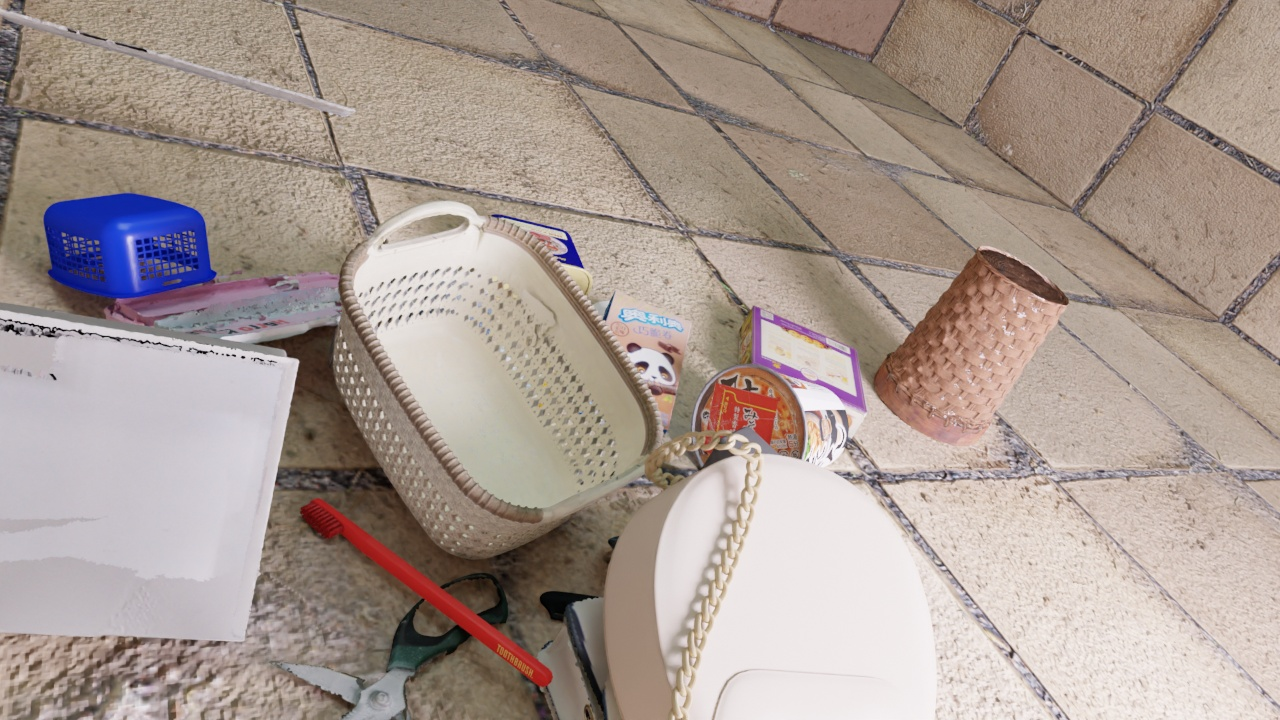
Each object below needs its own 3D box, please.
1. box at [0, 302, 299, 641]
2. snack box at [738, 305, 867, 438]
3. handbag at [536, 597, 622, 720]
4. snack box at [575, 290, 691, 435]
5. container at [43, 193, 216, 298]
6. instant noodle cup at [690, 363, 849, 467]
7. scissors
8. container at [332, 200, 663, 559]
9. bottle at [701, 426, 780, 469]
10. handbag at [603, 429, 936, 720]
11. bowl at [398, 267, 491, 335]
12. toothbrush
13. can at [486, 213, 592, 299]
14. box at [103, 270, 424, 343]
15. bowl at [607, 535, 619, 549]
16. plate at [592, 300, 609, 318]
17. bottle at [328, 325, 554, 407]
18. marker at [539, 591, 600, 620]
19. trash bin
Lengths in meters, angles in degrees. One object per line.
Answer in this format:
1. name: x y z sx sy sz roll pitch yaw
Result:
1. box: -0.349 0.097 0.619 0.167 0.423 0.173 12 71 -24
2. snack box: 0.186 0.009 1.068 0.143 0.041 0.147 23 31 -6
3. handbag: 0.031 0.231 0.579 0.151 0.074 0.176 6 40 -32
4. snack box: -0.005 0.005 0.897 0.087 0.034 0.151 23 47 -8
5. container: -0.400 -0.093 0.717 0.114 0.058 0.096 15 24 30
6. instant noodle cup: 0.134 0.066 0.879 0.121 0.124 0.123 1 38 -51
7. scissors: -0.111 0.214 0.553 0.202 0.015 0.201 39 32 17
8. container: -0.113 0.022 0.669 0.184 0.143 0.246 -21 70 -43
9. bottle: 0.122 0.144 0.772 0.174 0.084 0.046 42 34 23
10. handbag: 0.087 0.162 0.558 0.210 0.104 0.208 14 59 -27
11. bowl: -0.179 -0.056 0.838 0.110 0.055 0.110 14 5 -2
12. toothbrush: -0.146 0.151 0.601 0.212 0.012 0.017 30 29 19
13. can: -0.119 -0.108 0.998 0.116 0.057 0.092 10 33 -26
14. box: -0.292 -0.037 0.728 0.153 0.038 0.200 19 23 34
15. bowl: 0.046 0.156 0.700 0.136 0.137 0.057 -2 81 -39
16. plate: -0.013 -0.023 0.979 0.104 0.026 0.104 20 30 -13
17. bottle: -0.169 0.005 0.789 0.186 0.053 0.053 11 34 -25
18. marker: -0.009 0.188 0.673 0.138 0.016 0.022 16 63 -19
19. trash bin: 0.403 -0.021 1.116 0.151 0.211 0.151 20 31 -13
